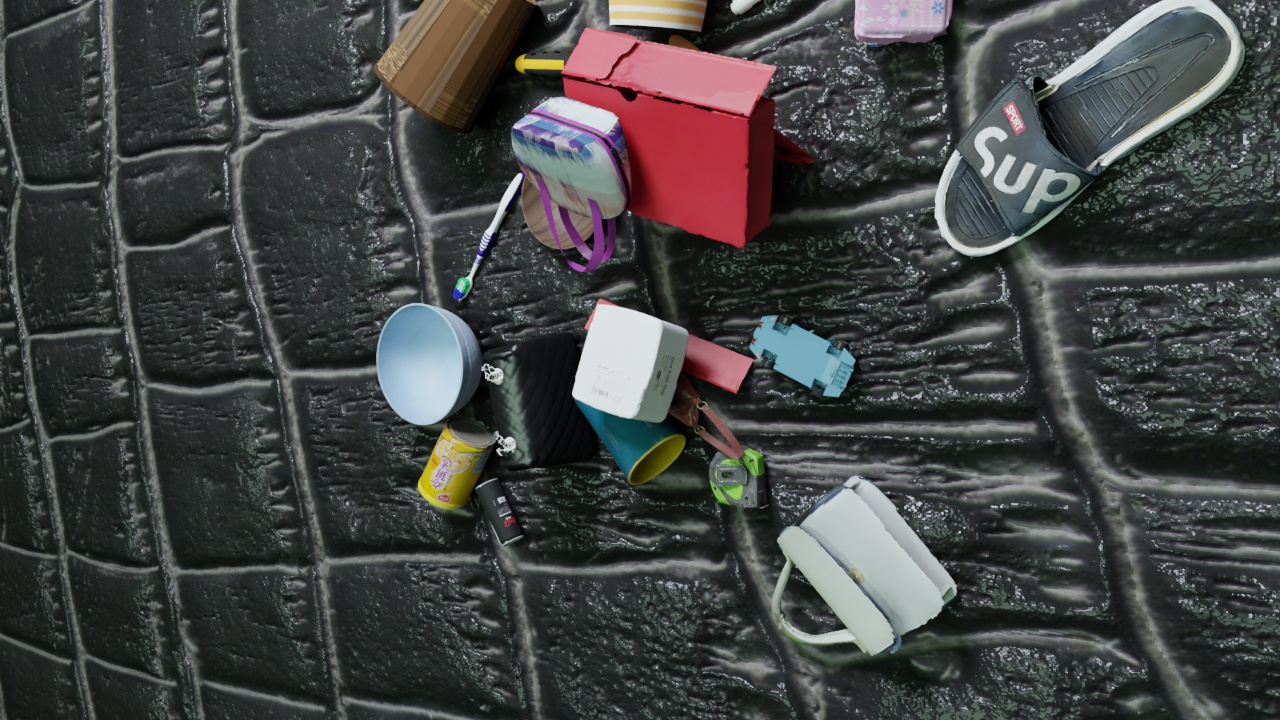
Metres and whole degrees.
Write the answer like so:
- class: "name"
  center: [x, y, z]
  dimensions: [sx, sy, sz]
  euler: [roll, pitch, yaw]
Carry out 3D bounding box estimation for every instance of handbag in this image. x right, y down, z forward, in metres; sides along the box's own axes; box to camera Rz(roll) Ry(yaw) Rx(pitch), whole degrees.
- class: "handbag"
  center: [-0.062, -0.162, 0.903]
  dimensions: [0.145, 0.067, 0.170]
  euler: [26, 143, 29]
- class: "handbag"
  center: [0.192, 0.220, 0.892]
  dimensions: [0.176, 0.073, 0.151]
  euler: [-47, 70, 28]
- class: "handbag"
  center: [-0.135, 0.051, 1.055]
  dimensions: [0.115, 0.124, 0.153]
  euler: [-7, 91, 33]
- class: "handbag"
  center: [0.068, 0.063, 0.963]
  dimensions: [0.119, 0.029, 0.055]
  euler: [43, 148, 34]

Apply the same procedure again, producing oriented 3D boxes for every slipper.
- class: "slipper"
  center: [0.352, -0.192, 0.756]
  dimensions: [0.265, 0.063, 0.111]
  euler: [-36, 76, 28]

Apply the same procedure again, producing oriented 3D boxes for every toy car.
- class: "toy car"
  center: [0.164, -0.006, 0.914]
  dimensions: [0.108, 0.027, 0.060]
  euler: [30, 110, 27]

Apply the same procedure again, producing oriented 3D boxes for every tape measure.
- class: "tape measure"
  center: [0.101, 0.122, 0.963]
  dimensions: [0.059, 0.035, 0.065]
  euler: [-5, 92, 34]

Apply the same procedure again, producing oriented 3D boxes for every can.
- class: "can"
  center: [-0.177, 0.191, 1.152]
  dimensions: [0.032, 0.031, 0.080]
  euler: [-34, 77, 31]
- class: "can"
  center: [-0.232, 0.130, 1.161]
  dimensions: [0.067, 0.067, 0.105]
  euler: [38, 113, 24]

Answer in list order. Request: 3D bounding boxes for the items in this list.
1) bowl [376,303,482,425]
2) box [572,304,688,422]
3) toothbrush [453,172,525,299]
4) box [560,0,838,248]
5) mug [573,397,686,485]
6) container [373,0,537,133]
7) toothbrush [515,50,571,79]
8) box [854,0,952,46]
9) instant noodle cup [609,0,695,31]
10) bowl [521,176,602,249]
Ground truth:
- class: "bowl"
  center: [-0.254, 0.003, 1.157]
  dimensions: [0.151, 0.074, 0.150]
  euler: [3, 96, 32]
- class: "box"
  center: [0.002, 0.008, 0.963]
  dimensions: [0.102, 0.101, 0.108]
  euler: [17, 89, 41]
- class: "toothbrush"
  center: [-0.187, -0.151, 1.134]
  dimensions: [0.015, 0.016, 0.187]
  euler: [42, 115, 22]
- class: "box"
  center: [0.063, -0.331, 0.844]
  dimensions: [0.213, 0.127, 0.426]
  euler: [23, 105, 31]
- class: "mug"
  center: [-0.017, 0.067, 1.014]
  dimensions: [0.121, 0.078, 0.078]
  euler: [49, 118, 24]
- class: "container"
  center: [-0.208, -0.373, 1.065]
  dimensions: [0.132, 0.132, 0.167]
  euler: [47, 111, 20]
- class: "toothbrush"
  center: [-0.059, -0.330, 1.027]
  dimensions: [0.197, 0.031, 0.031]
  euler: [11, 109, 28]
- class: "box"
  center: [0.238, -0.402, 0.824]
  dimensions: [0.085, 0.063, 0.230]
  euler: [2, 96, 7]
- class: "instant noodle cup"
  center: [0.020, -0.397, 0.921]
  dimensions: [0.123, 0.123, 0.121]
  euler: [15, 110, 31]
- class: "bowl"
  center: [-0.080, -0.187, 1.051]
  dimensions: [0.119, 0.032, 0.119]
  euler: [4, 97, 33]
